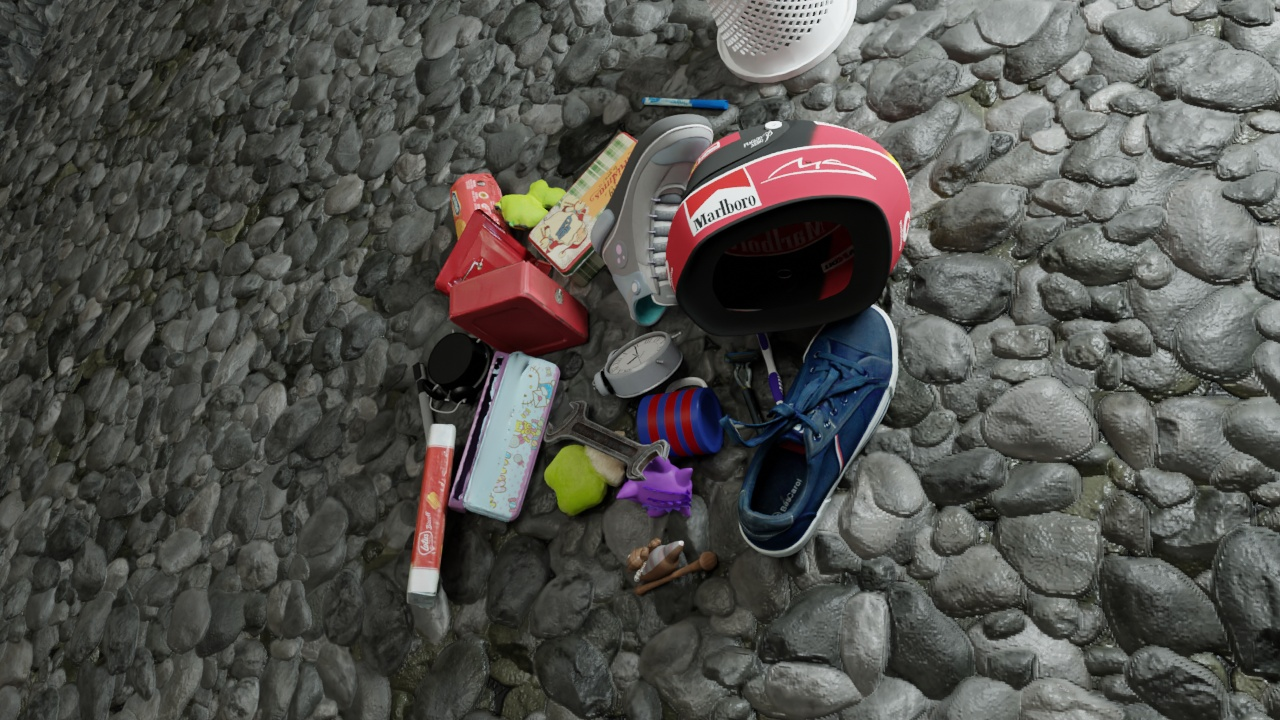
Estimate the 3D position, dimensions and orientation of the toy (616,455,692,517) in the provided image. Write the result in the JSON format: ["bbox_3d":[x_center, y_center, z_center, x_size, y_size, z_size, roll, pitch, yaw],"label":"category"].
[{"bbox_3d":[0.018,0.141,1.026,0.088,0.106,0.055,8,36,11],"label":"toy"}]

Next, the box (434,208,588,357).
[{"bbox_3d":[-0.157,-0.080,1.191,0.165,0.157,0.151,27,85,34],"label":"box"}]

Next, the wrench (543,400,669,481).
[{"bbox_3d":[-0.044,0.091,1.058,0.070,0.010,0.274,-51,26,-13],"label":"wrench"}]

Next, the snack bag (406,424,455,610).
[{"bbox_3d":[-0.266,0.197,1.173,0.041,0.078,0.224,9,64,-11],"label":"snack bag"}]

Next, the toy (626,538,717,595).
[{"bbox_3d":[0.028,0.221,1.009,0.102,0.041,0.054,-30,78,25],"label":"toy"}]

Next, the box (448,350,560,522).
[{"bbox_3d":[-0.172,0.099,1.184,0.093,0.090,0.213,16,73,-4],"label":"box"}]

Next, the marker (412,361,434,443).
[{"bbox_3d":[-0.303,0.064,1.294,0.016,0.016,0.140,-29,56,16],"label":"marker"}]

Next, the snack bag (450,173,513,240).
[{"bbox_3d":[-0.229,-0.197,1.340,0.082,0.082,0.176,-27,57,17],"label":"snack bag"}]

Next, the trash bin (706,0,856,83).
[{"bbox_3d":[0.153,-0.500,1.176,0.196,0.199,0.195,-13,62,25],"label":"trash bin"}]

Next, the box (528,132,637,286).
[{"bbox_3d":[-0.054,-0.208,1.257,0.205,0.050,0.117,-45,54,3],"label":"box"}]

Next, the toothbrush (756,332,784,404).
[{"bbox_3d":[0.154,0.025,1.043,0.016,0.015,0.186,-20,58,15],"label":"toothbrush"}]

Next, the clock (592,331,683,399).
[{"bbox_3d":[-0.007,0.006,1.107,0.123,0.035,0.094,-15,27,34],"label":"clock"}]

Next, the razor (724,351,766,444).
[{"bbox_3d":[0.130,0.055,1.041,0.042,0.022,0.144,-5,62,-16],"label":"razor"}]

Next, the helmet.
[{"bbox_3d":[0.153,-0.154,1.002,0.271,0.198,0.224,-11,37,0],"label":"helmet"}]

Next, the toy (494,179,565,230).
[{"bbox_3d":[-0.156,-0.221,1.315,0.094,0.036,0.093,23,62,7],"label":"toy"}]

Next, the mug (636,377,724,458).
[{"bbox_3d":[0.051,0.060,1.059,0.076,0.075,0.111,-10,38,27],"label":"mug"}]

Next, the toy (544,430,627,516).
[{"bbox_3d":[-0.058,0.129,1.102,0.118,0.043,0.092,-38,48,4],"label":"toy"}]

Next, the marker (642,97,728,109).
[{"bbox_3d":[0.061,-0.360,1.283,0.142,0.013,0.013,14,75,35],"label":"marker"}]

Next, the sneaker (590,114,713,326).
[{"bbox_3d":[0.030,-0.158,1.099,0.257,0.093,0.160,-53,49,50],"label":"sneaker"}]

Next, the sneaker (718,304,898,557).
[{"bbox_3d":[0.173,0.050,0.940,0.121,0.127,0.294,21,72,26],"label":"sneaker"}]

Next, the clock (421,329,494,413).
[{"bbox_3d":[-0.255,0.017,1.271,0.091,0.042,0.120,8,72,33],"label":"clock"}]
